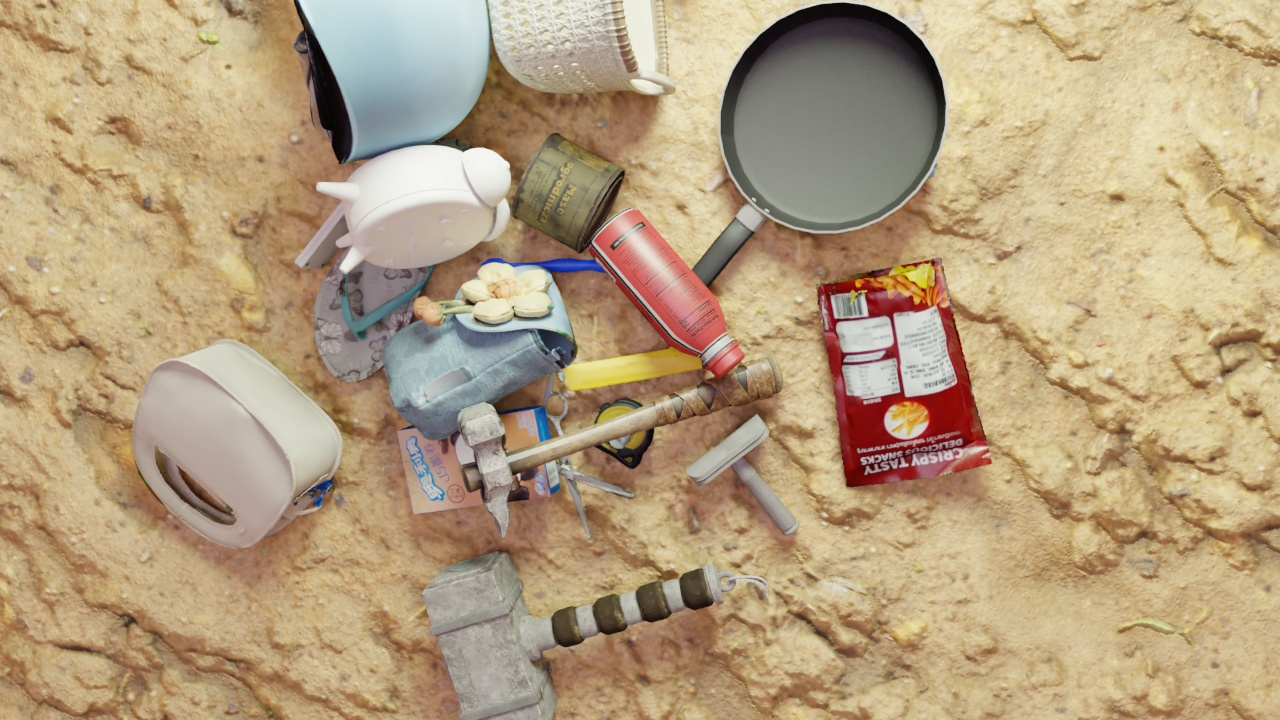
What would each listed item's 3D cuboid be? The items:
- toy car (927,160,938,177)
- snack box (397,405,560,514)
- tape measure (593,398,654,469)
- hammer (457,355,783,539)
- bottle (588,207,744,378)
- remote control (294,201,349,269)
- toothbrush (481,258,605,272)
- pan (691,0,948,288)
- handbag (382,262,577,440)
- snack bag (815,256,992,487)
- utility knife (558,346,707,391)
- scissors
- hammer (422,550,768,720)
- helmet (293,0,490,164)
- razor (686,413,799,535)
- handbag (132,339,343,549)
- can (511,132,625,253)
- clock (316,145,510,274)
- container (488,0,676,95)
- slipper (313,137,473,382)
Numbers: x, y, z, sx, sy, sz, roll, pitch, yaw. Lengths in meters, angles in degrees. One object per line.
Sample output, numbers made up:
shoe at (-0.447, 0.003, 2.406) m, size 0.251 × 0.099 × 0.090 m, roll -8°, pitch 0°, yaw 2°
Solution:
toy car at (0.228, -0.202, 0.869) m, size 0.108 × 0.027 × 0.060 m, roll 13°, pitch 101°, yaw 15°
snack box at (-0.160, 0.098, 0.906) m, size 0.151 × 0.034 × 0.087 m, roll -9°, pitch 94°, yaw 16°
tape measure at (-0.017, 0.069, 0.905) m, size 0.062 × 0.034 × 0.061 m, roll 28°, pitch 99°, yaw 5°
hammer at (-0.012, 0.061, 0.861) m, size 0.318 × 0.049 × 0.121 m, roll -18°, pitch 108°, yaw -13°
bottle at (0.029, -0.059, 0.858) m, size 0.062 × 0.062 × 0.176 m, roll -41°, pitch 83°, yaw 6°
remote control at (-0.285, -0.145, 0.899) m, size 0.011 × 0.050 × 0.136 m, roll 40°, pitch 96°, yaw 0°
toothbrush at (-0.066, -0.094, 0.907) m, size 0.182 × 0.018 × 0.016 m, roll 0°, pitch 96°, yaw 1°
pan at (0.129, -0.164, 0.866) m, size 0.204 × 0.044 × 0.356 m, roll 41°, pitch 108°, yaw 7°
handbag at (-0.158, -0.020, 0.862) m, size 0.192 × 0.121 × 0.118 m, roll -27°, pitch 137°, yaw 8°
snack bag at (0.245, 0.016, 0.871) m, size 0.139 × 0.066 × 0.208 m, roll -12°, pitch 96°, yaw 10°
utility knife at (-0.005, 0.005, 0.900) m, size 0.151 × 0.017 × 0.030 m, roll -9°, pitch 81°, yaw -9°
scissors at (-0.076, 0.094, 0.906) m, size 0.142 × 0.014 × 0.175 m, roll -3°, pitch 97°, yaw 20°
hammer at (-0.038, 0.251, 0.901) m, size 0.326 × 0.079 × 0.177 m, roll -18°, pitch 93°, yaw 5°
helmet at (-0.220, -0.301, 0.803) m, size 0.166 × 0.226 × 0.265 m, roll -12°, pitch 55°, yaw -16°
razor at (0.115, 0.124, 0.901) m, size 0.088 × 0.047 × 0.116 m, roll -38°, pitch 99°, yaw 6°
handbag at (-0.408, 0.093, 0.920) m, size 0.200 × 0.092 × 0.200 m, roll 44°, pitch 117°, yaw -1°
can at (-0.067, -0.156, 0.862) m, size 0.074 × 0.090 × 0.090 m, roll 29°, pitch 96°, yaw 2°
clock at (-0.193, -0.128, 0.817) m, size 0.160 × 0.125 × 0.072 m, roll -15°, pitch 73°, yaw -13°
container at (-0.051, -0.352, 0.805) m, size 0.143 × 0.184 × 0.246 m, roll -5°, pitch 95°, yaw 14°
slipper at (-0.247, -0.102, 0.900) m, size 0.098 × 0.054 × 0.269 m, roll 32°, pitch 95°, yaw 3°
